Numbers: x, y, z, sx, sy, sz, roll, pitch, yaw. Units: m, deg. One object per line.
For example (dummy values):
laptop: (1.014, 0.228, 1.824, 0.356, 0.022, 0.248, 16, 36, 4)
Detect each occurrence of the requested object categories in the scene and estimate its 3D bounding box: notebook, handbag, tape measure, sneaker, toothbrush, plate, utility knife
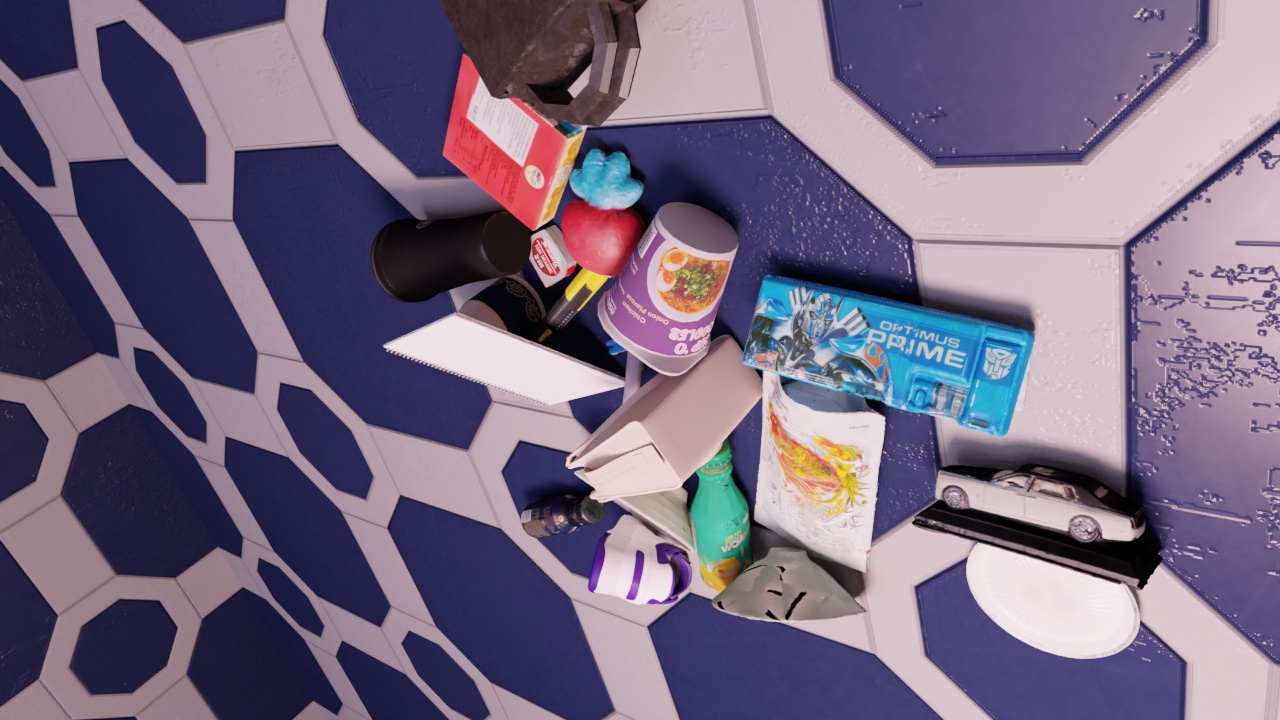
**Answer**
notebook: (-0.159, 0.004, 1.099, 0.245, 0.013, 0.178, 22, 156, -35)
handbag: (-0.065, -0.305, 0.801, 0.198, 0.102, 0.199, -29, 84, 51)
tape measure: (-0.102, -0.121, 1.053, 0.062, 0.020, 0.060, -22, 99, 51)
sneaker: (0.015, 0.253, 1.149, 0.111, 0.244, 0.092, 12, 88, 11)
toothbrush: (-0.006, 0.006, 1.056, 0.019, 0.018, 0.188, 21, 142, 12)
handbag: (0.008, 0.074, 0.973, 0.198, 0.194, 0.101, -27, 101, 47)
plate: (0.393, 0.222, 0.880, 0.157, 0.014, 0.157, 25, 136, 27)
utility knife: (-0.095, -0.050, 1.068, 0.028, 0.020, 0.188, 17, 136, -31)

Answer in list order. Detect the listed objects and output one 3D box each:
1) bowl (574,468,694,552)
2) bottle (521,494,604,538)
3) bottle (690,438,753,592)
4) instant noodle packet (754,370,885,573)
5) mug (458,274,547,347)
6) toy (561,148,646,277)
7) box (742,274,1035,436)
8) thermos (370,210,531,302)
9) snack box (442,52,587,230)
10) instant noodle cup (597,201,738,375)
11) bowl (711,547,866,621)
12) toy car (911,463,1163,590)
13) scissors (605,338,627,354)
bowl: (0.007, 0.164, 1.130, 0.177, 0.057, 0.177, 33, 170, 6)
bottle: (-0.113, 0.222, 1.319, 0.161, 0.056, 0.056, -21, 106, 50)
bottle: (0.094, 0.180, 1.082, 0.068, 0.067, 0.210, 16, 131, 34)
instant noodle packet: (0.182, 0.123, 0.969, 0.147, 0.057, 0.270, 26, 141, 29)
mug: (-0.170, -0.038, 1.131, 0.112, 0.089, 0.086, 50, 141, -1)
toy: (-0.037, -0.150, 0.943, 0.092, 0.062, 0.133, 9, 111, 12)
box: (0.222, -0.009, 0.827, 0.244, 0.085, 0.092, 17, 95, 34)
thermos: (-0.226, -0.128, 1.095, 0.219, 0.105, 0.106, -2, 120, 45)
snack box: (-0.138, -0.235, 0.979, 0.145, 0.040, 0.143, 41, 141, 9)
instant noodle cup: (0.036, -0.076, 0.889, 0.136, 0.121, 0.122, -105, 30, -45)
bowl: (0.169, 0.249, 1.042, 0.175, 0.174, 0.068, -5, 81, 45)
toy car: (0.349, 0.129, 0.805, 0.192, 0.094, 0.071, 11, 103, 39)
scissors: (-0.002, -0.031, 1.042, 0.131, 0.022, 0.070, -8, 117, 51)
